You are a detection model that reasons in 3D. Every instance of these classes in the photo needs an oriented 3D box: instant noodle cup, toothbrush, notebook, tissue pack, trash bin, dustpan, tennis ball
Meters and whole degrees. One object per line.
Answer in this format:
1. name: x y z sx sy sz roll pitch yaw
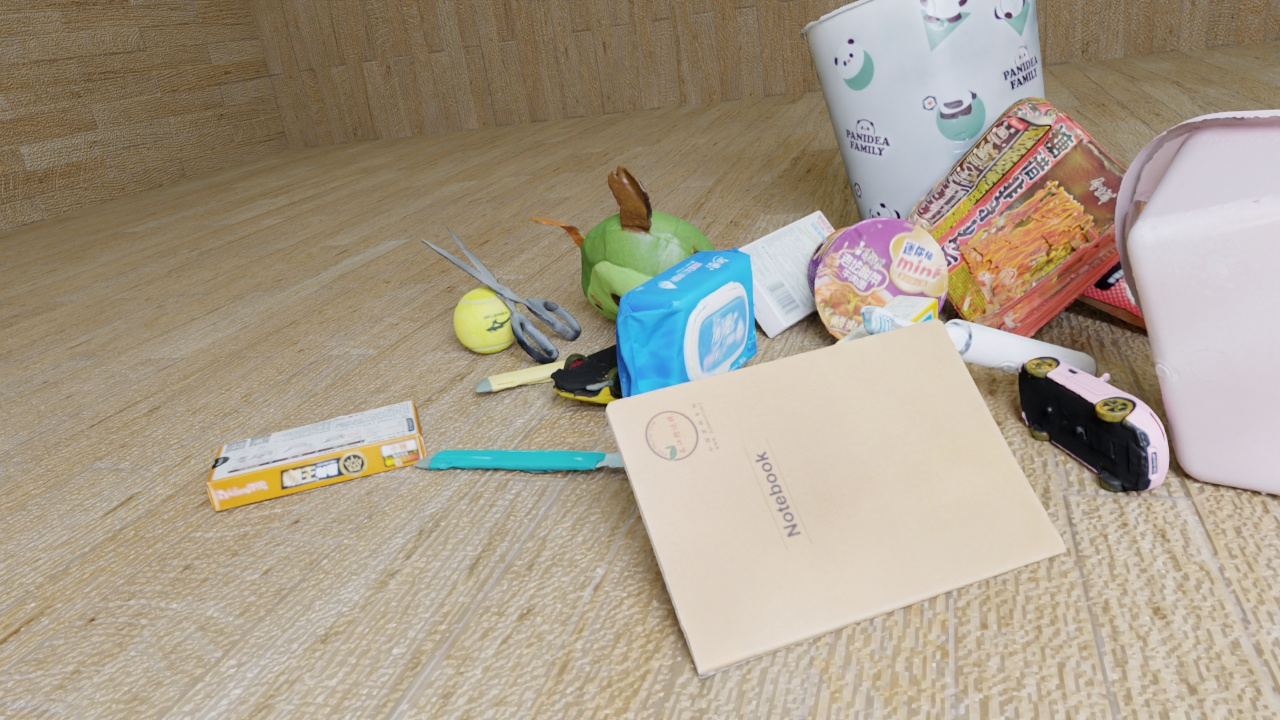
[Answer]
1. instant noodle cup: 0.324 -0.108 0.759 0.079 0.165 0.188 22 34 -32
2. toothbrush: 0.222 -0.009 0.595 0.220 0.026 0.027 10 -28 -32
3. instant noodle cup: 0.195 -0.072 0.798 0.111 0.111 0.099 -9 13 -1
4. notebook: 0.101 0.062 0.483 0.207 0.008 0.147 -14 64 -14
5. tissue pack: 0.038 -0.021 0.681 0.052 0.095 0.156 12 30 35
6. trash bin: 0.301 -0.240 0.931 0.229 0.252 0.229 -14 9 2
7. dustpan: 0.369 -0.036 0.472 0.274 0.223 0.138 4 35 47
8. tennis ball: -0.149 -0.039 0.892 0.065 0.065 0.065 -7 21 3

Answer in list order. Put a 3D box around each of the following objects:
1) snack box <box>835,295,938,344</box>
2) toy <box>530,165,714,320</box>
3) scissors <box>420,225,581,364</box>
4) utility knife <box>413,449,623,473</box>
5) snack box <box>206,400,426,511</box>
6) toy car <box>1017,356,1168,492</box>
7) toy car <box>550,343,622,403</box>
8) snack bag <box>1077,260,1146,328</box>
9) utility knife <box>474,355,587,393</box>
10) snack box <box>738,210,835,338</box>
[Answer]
1. snack box: 0.153 0.021 0.591 0.034 0.087 0.140 8 27 35
2. toy: 0.006 -0.083 0.837 0.090 0.227 0.247 -61 8 -13
3. scissors: -0.126 -0.060 0.868 0.174 0.014 0.159 15 37 -39
4. utility knife: -0.069 0.072 0.646 0.206 0.013 0.029 -2 20 23
5. snack box: -0.244 0.070 0.701 0.153 0.026 0.075 -13 21 -13
6. toy car: 0.271 0.035 0.553 0.037 0.056 0.122 -15 21 -6
7. toy car: -0.005 0.004 0.756 0.155 0.041 0.071 -23 25 -37
8. snack bag: 0.410 -0.082 0.778 0.128 0.073 0.208 -27 37 -18
9. utility knife: -0.067 0.006 0.813 0.164 0.018 0.031 -16 27 -16
10. snack box: 0.149 -0.085 0.876 0.156 0.084 0.027 -29 -9 -44
